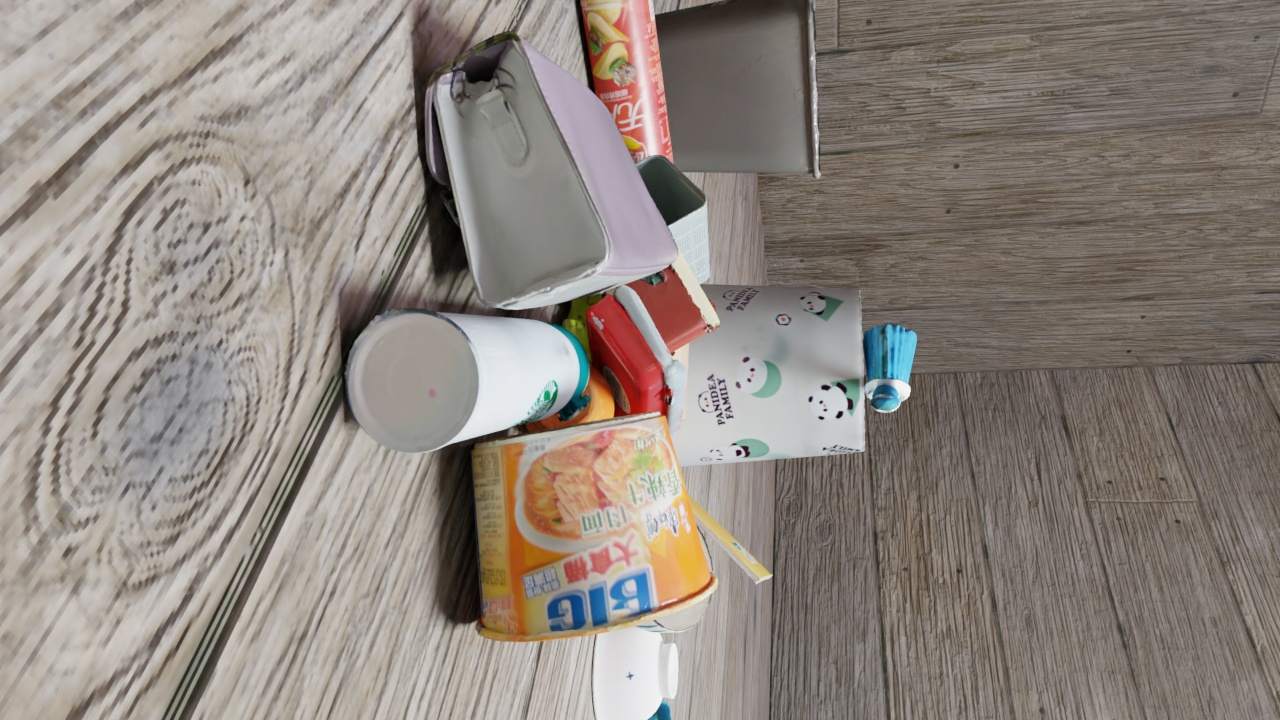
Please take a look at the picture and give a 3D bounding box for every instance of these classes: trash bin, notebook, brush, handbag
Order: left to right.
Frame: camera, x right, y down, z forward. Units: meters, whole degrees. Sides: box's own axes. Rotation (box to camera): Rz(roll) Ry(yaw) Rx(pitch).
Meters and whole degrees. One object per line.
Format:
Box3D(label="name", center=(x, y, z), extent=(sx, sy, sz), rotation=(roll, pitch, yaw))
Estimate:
Box3D(label="handbag", center=(-0.055, -0.112, 0.594), extent=(0.196, 0.098, 0.145), rotation=(-26, 99, -76))
Box3D(label="brush", center=(0.013, 0.383, 0.932), extent=(0.144, 0.055, 0.073), rotation=(67, 24, -58))
Box3D(label="notebook", center=(0.045, 0.137, 0.887), extent=(0.010, 0.206, 0.146), rotation=(-47, 163, -1))
Box3D(label="trash bin", center=(0.086, -0.302, 1.004), extent=(0.198, 0.220, 0.199), rotation=(-65, 151, -64))
Box3D(label="trash bin", center=(0.125, 0.014, 1.051), extent=(0.229, 0.252, 0.229), rotation=(-1, 89, -77))
Box3D(label="brush", center=(0.259, 0.012, 0.962), extent=(0.314, 0.060, 0.109), rotation=(29, 63, -73))

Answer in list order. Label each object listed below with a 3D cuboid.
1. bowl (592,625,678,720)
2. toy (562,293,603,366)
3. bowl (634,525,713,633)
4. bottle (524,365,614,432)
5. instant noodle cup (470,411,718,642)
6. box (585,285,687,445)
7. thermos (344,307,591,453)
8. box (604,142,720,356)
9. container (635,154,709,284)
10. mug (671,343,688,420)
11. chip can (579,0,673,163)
Box3D(label="bowl", center=(0.000, 0.292, 0.866), extent=(0.118, 0.065, 0.118), rotation=(-1, 89, -78))
Box3D(label="toy", center=(-0.047, -0.021, 0.777), extent=(0.100, 0.031, 0.097), rotation=(-46, 133, -68))
Box3D(label="bowl", center=(0.007, 0.198, 0.861), extent=(0.116, 0.066, 0.116), rotation=(23, 56, -41))
Box3D(label="bottle", center=(-0.048, 0.045, 0.707), extent=(0.149, 0.067, 0.066), rotation=(69, 21, -75))
Box3D(label="instant noodle cup", center=(-0.036, 0.095, 0.562), extent=(0.151, 0.151, 0.111), rotation=(0, 80, -78))
Box3D(label="box", center=(0.001, 0.015, 0.688), extent=(0.087, 0.047, 0.201), rotation=(55, -12, 16))
Box3D(label="thermos", center=(-0.080, 0.009, 0.524), extent=(0.224, 0.073, 0.073), rotation=(-5, 92, -78))
Box3D(label="box", center=(0.004, -0.088, 0.759), extent=(0.168, 0.077, 0.091), rotation=(60, 13, 2))
Box3D(label="container", center=(0.013, -0.118, 0.883), extent=(0.090, 0.090, 0.111), rotation=(51, -14, 34))
Box3D(label="mug", center=(-0.005, 0.005, 0.885), extent=(0.124, 0.084, 0.103), rotation=(8, 81, -53))
Box3D(label="chip can", center=(-0.011, -0.267, 0.890), extent=(0.073, 0.073, 0.217), rotation=(-73, 158, -57))
